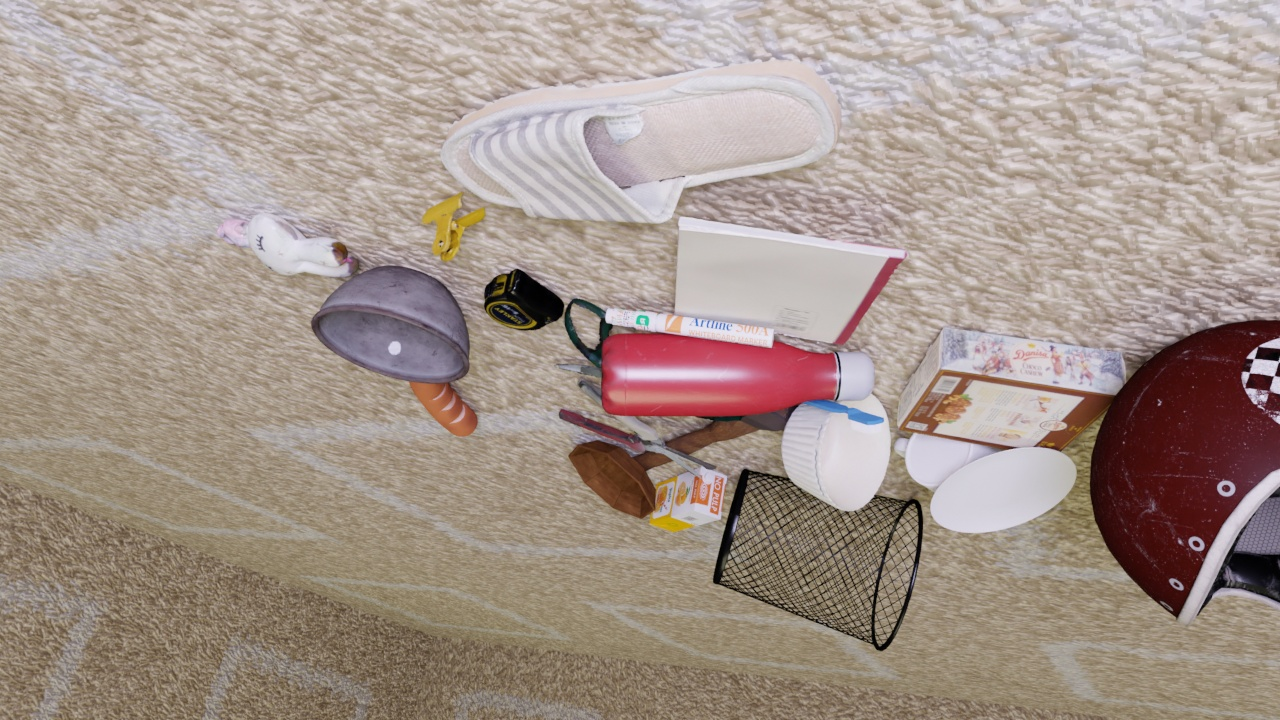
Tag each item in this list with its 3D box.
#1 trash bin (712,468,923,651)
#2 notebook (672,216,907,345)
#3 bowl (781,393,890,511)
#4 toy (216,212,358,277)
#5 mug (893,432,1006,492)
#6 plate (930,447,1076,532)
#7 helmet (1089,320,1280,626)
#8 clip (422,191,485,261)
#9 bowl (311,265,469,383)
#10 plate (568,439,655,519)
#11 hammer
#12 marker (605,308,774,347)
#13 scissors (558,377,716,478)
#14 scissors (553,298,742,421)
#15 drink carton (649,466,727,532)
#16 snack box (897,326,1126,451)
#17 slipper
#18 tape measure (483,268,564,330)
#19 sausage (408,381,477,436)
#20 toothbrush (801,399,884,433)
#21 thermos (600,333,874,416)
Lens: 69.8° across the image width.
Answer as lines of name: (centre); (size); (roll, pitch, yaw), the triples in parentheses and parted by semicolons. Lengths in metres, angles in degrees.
trash bin: (0.207, 0.229, 1.111); (0.210, 0.183, 0.184); (15, 155, 6)
notebook: (0.101, -0.054, 0.701); (0.153, 0.012, 0.209); (9, 166, 4)
bowl: (0.185, 0.084, 0.893); (0.063, 0.115, 0.115); (6, 159, 48)
toy: (-0.310, -0.098, 0.802); (0.122, 0.038, 0.079); (14, 162, 2)
mug: (0.309, 0.103, 0.923); (0.090, 0.073, 0.111); (29, 170, -32)
plate: (0.338, 0.120, 0.862); (0.134, 0.011, 0.135); (-4, 137, -4)
helmet: (0.450, 0.098, 0.634); (0.254, 0.233, 0.233); (19, 156, 31)
clip: (-0.147, -0.103, 0.720); (0.054, 0.048, 0.046); (-13, -174, 41)
bowl: (-0.222, -0.040, 0.850); (0.145, 0.067, 0.145); (10, 155, 4)
plate: (-0.030, 0.146, 1.155); (0.131, 0.025, 0.131); (31, 150, 20)
hammer: (0.064, 0.092, 1.046); (0.115, 0.033, 0.324); (26, 152, -20)
marker: (0.041, -0.029, 0.789); (0.145, 0.017, 0.017); (8, 155, 13)
scissors: (-0.014, 0.077, 1.031); (0.199, 0.015, 0.179); (10, 149, 30)
scissors: (-0.005, 0.005, 0.886); (0.202, 0.015, 0.205); (10, 152, 20)
drink carton: (0.063, 0.183, 1.201); (0.040, 0.058, 0.123); (22, 153, -22)
snack box: (0.313, 0.031, 0.794); (0.147, 0.041, 0.143); (9, 155, 6)
slipper: (-0.008, -0.132, 0.587); (0.273, 0.054, 0.114); (-3, 157, 26)
tape measure: (-0.107, -0.053, 0.810); (0.061, 0.034, 0.061); (-13, 145, 37)
sausage: (-0.230, 0.044, 1.063); (0.044, 0.039, 0.164); (3, 154, 10)
toothbrush: (0.168, 0.044, 0.835); (0.016, 0.014, 0.167); (-10, -170, -19)
thermos: (0.086, 0.013, 0.810); (0.240, 0.073, 0.073); (0, 155, 0)
